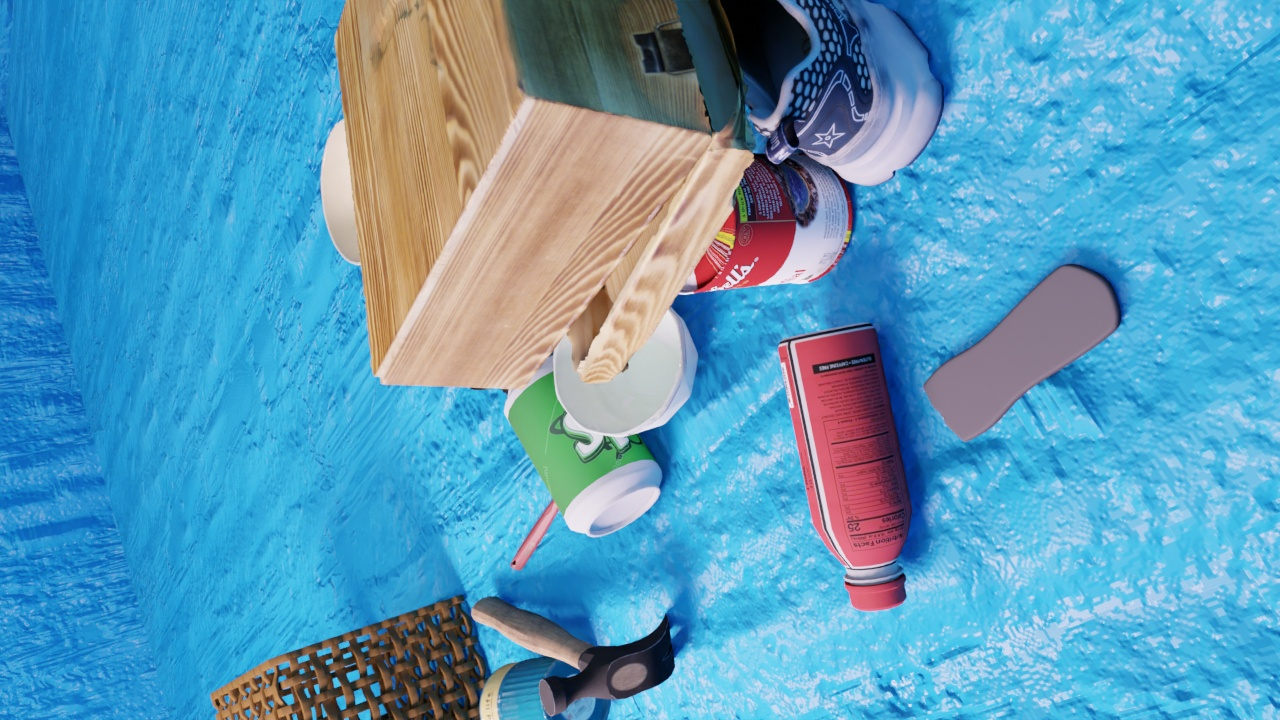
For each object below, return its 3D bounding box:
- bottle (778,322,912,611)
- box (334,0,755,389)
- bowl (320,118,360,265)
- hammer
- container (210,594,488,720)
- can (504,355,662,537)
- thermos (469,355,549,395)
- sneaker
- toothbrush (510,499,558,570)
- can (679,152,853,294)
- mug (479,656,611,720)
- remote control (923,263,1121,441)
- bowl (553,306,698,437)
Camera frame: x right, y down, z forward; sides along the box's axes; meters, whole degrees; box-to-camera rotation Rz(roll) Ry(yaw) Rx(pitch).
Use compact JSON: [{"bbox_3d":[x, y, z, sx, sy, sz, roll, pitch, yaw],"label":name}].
[{"bbox_3d":[0.134,0.068,0.580,0.062,0.062,0.176,-13,87,48],"label":"bottle"},{"bbox_3d":[-0.062,-0.161,0.521,0.246,0.167,0.278,-50,45,49],"label":"box"},{"bbox_3d":[-0.273,-0.179,0.974,0.151,0.075,0.151,12,107,46],"label":"bowl"},{"bbox_3d":[-0.081,0.250,0.832,0.306,0.132,0.040,-8,91,60],"label":"hammer"},{"bbox_3d":[-0.310,0.420,1.019,0.252,0.219,0.214,-35,71,45],"label":"container"},{"bbox_3d":[-0.049,0.069,0.763,0.140,0.087,0.088,56,133,25],"label":"can"},{"bbox_3d":[-0.140,-0.058,0.842,0.086,0.086,0.198,-28,76,47],"label":"thermos"},{"bbox_3d":[0.066,-0.226,0.548,0.103,0.132,0.269,-40,66,46],"label":"sneaker"},{"bbox_3d":[-0.088,0.144,0.874,0.016,0.016,0.190,53,132,26],"label":"toothbrush"},{"bbox_3d":[0.067,-0.089,0.584,0.087,0.116,0.087,11,105,46],"label":"can"},{"bbox_3d":[-0.081,0.333,0.860,0.108,0.083,0.113,-29,87,43],"label":"mug"},{"bbox_3d":[0.213,-0.004,0.517,0.125,0.009,0.046,-51,60,40],"label":"remote control"},{"bbox_3d":[-0.004,0.004,0.710,0.118,0.061,0.117,-7,76,30],"label":"bowl"}]
